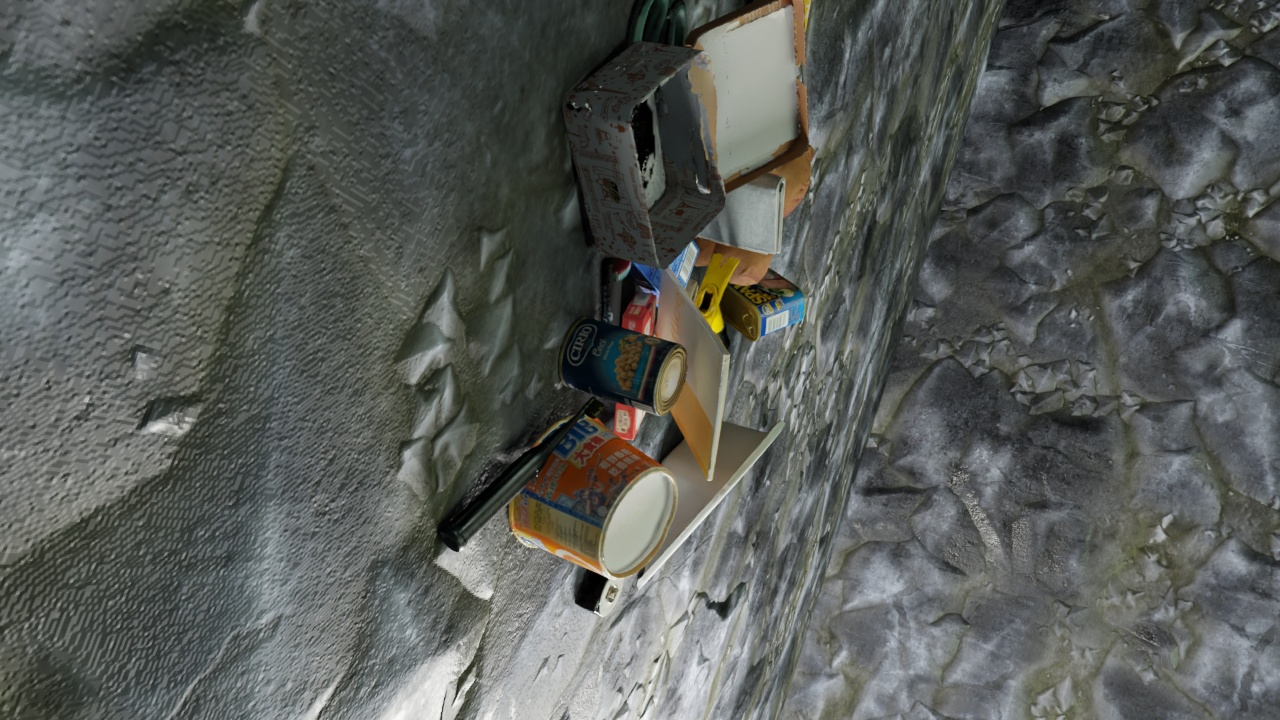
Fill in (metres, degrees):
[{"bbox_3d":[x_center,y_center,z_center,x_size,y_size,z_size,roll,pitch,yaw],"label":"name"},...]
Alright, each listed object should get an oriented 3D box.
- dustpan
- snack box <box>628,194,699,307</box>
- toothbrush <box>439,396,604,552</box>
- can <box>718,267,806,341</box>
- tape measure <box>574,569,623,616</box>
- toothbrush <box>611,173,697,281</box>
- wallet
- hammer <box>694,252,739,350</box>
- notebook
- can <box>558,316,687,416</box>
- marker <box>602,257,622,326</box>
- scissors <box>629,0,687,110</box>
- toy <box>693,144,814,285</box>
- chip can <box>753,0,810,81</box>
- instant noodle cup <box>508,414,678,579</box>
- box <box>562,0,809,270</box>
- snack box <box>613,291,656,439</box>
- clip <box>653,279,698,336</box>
[{"bbox_3d":[0.115,0.192,1.318,0.222,0.143,0.258,-36,136,-55],"label":"dustpan"},{"bbox_3d":[0.022,-0.120,1.029,0.084,0.026,0.157,-70,157,-10],"label":"snack box"},{"bbox_3d":[-0.103,0.099,0.856,0.212,0.027,0.026,-43,153,-36],"label":"toothbrush"},{"bbox_3d":[0.162,-0.080,1.249,0.083,0.102,0.057,-22,131,-23],"label":"can"},{"bbox_3d":[-0.048,0.283,1.142,0.065,0.034,0.066,-65,156,-15],"label":"tape measure"},{"bbox_3d":[0.018,-0.141,0.952,0.187,0.016,0.017,-55,156,-37],"label":"toothbrush"},{"bbox_3d":[0.101,-0.176,1.038,0.036,0.130,0.107,-49,148,-38],"label":"wallet"},{"bbox_3d":[0.092,-0.046,1.150,0.301,0.033,0.128,49,61,-79],"label":"hammer"},{"bbox_3d":[0.048,0.007,0.955,0.206,0.010,0.146,-117,-152,-56],"label":"notebook"},{"bbox_3d":[-0.016,0.006,0.922,0.075,0.111,0.075,-47,146,-47],"label":"can"},{"bbox_3d":[-0.030,-0.047,0.971,0.022,0.020,0.132,-31,134,-43],"label":"marker"},{"bbox_3d":[0.003,-0.279,0.888,0.129,0.019,0.185,35,72,-66],"label":"scissors"},{"bbox_3d":[0.139,-0.196,1.139,0.200,0.130,0.140,-56,163,16],"label":"toy"},{"bbox_3d":[0.166,-0.409,1.106,0.071,0.072,0.214,-35,138,-56],"label":"chip can"},{"bbox_3d":[-0.041,0.142,0.923,0.151,0.111,0.152,-31,133,-41],"label":"instant noodle cup"},{"bbox_3d":[0.058,-0.226,0.885,0.260,0.103,0.179,-47,143,-31],"label":"box"},{"bbox_3d":[-0.006,0.006,1.032,0.075,0.025,0.153,-63,161,-61],"label":"snack box"},{"bbox_3d":[0.045,-0.053,1.122,0.096,0.035,0.101,5,96,-68],"label":"clip"}]
